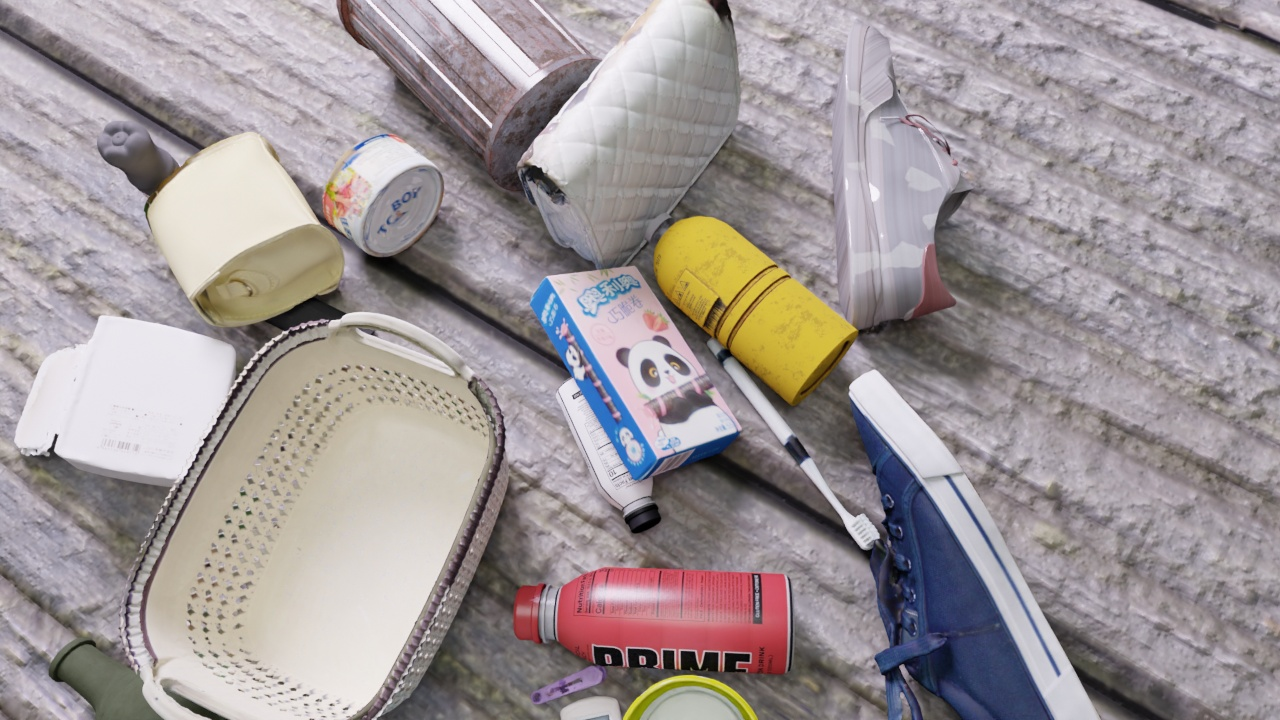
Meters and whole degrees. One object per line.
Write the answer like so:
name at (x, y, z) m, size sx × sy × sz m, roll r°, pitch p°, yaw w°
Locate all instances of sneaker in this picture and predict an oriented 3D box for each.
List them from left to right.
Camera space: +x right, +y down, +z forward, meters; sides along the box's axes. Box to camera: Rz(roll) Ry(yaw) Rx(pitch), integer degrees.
sneaker at (0.191, -0.136, 0.669) m, size 0.089 × 0.099 × 0.236 m, roll 0°, pitch 77°, yaw 6°
sneaker at (0.178, 0.151, 0.571) m, size 0.127 × 0.120 × 0.294 m, roll -27°, pitch 72°, yaw 15°

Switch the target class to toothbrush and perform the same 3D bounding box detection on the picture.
toothbrush at (0.105, 0.053, 0.647) m, size 0.012 × 0.017 × 0.186 m, roll -21°, pitch 66°, yaw -37°

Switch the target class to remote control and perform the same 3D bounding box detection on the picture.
remote control at (-0.271, -0.040, 0.712) m, size 0.147 × 0.015 × 0.033 m, roll 25°, pitch 74°, yaw 13°
remote control at (-0.022, 0.277, 0.575) m, size 0.038 × 0.018 × 0.125 m, roll -12°, pitch 69°, yaw 0°

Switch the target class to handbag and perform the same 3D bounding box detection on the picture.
handbag at (-0.301, -0.096, 0.691) m, size 0.111 × 0.081 × 0.119 m, roll -32°, pitch 64°, yaw -17°
handbag at (-0.006, -0.170, 0.675) m, size 0.072 × 0.139 × 0.194 m, roll 31°, pitch 74°, yaw 22°

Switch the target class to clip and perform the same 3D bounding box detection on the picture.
clip at (-0.047, 0.212, 0.597) m, size 0.051 × 0.033 × 0.013 m, roll -20°, pitch 70°, yaw -2°

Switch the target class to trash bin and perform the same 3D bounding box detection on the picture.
trash bin at (-0.133, -0.249, 0.718) m, size 0.130 × 0.131 × 0.211 m, roll -40°, pitch 73°, yaw -10°

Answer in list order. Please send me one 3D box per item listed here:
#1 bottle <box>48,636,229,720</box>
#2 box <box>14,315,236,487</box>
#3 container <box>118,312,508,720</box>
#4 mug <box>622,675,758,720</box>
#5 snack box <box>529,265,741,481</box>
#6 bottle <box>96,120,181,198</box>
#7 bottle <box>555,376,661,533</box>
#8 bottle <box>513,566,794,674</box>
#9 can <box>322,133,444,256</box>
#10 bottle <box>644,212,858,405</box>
bottle at (-0.287, 0.242, 0.580) m, size 0.207 × 0.071 × 0.071 m, roll 28°, pitch 74°, yaw 14°
box at (-0.385, 0.030, 0.660) m, size 0.189 × 0.101 × 0.111 m, roll 8°, pitch 69°, yaw 2°
container at (-0.186, 0.110, 0.583) m, size 0.185 × 0.143 × 0.251 m, roll 19°, pitch 73°, yaw 12°
mug at (0.030, 0.230, 0.540) m, size 0.082 × 0.106 × 0.082 m, roll -1°, pitch 69°, yaw 4°
snack box at (-0.004, 0.004, 0.642) m, size 0.087 × 0.033 × 0.154 m, roll -13°, pitch 63°, yaw -43°
bottle at (-0.371, -0.142, 0.707) m, size 0.036 × 0.110 × 0.036 m, roll -1°, pitch 70°, yaw 4°
bottle at (-0.019, 0.064, 0.640) m, size 0.041 × 0.041 × 0.116 m, roll -25°, pitch 70°, yaw -5°
bottle at (0.008, 0.166, 0.589) m, size 0.177 × 0.062 × 0.062 m, roll 1°, pitch 70°, yaw 5°
can at (-0.194, -0.125, 0.699) m, size 0.043 × 0.086 × 0.086 m, roll 38°, pitch 77°, yaw 16°
bottle at (0.069, -0.047, 0.657) m, size 0.164 × 0.071 × 0.071 m, roll 42°, pitch 78°, yaw 17°
